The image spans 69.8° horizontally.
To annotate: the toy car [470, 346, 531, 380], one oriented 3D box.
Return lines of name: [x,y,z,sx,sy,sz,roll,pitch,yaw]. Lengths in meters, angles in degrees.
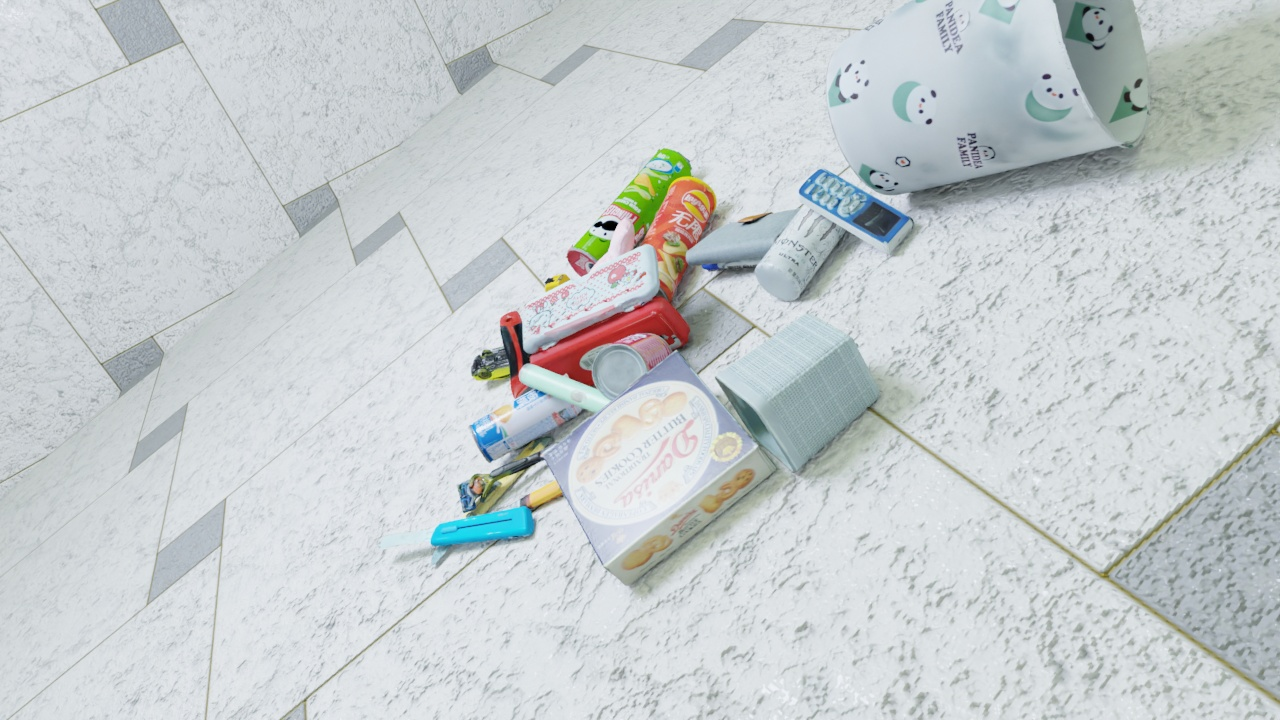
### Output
toy car: [-0.188,0.003,1.292,0.105,0.032,0.048,-16,40,14]

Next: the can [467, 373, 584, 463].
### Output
can: [-0.136,0.069,1.105,0.134,0.053,0.053,-29,30,-3]

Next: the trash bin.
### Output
trash bin: [0.347,-0.292,0.941,0.253,0.229,0.228,-11,39,47]

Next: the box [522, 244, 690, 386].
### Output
box: [-0.046,-0.048,1.123,0.202,0.110,0.099,-23,41,25]

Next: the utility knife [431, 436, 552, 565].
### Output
utility knife: [-0.177,0.163,1.083,0.201,0.021,0.031,-52,32,-13]

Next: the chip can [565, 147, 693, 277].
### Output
chip can: [-0.013,-0.217,1.364,0.072,0.072,0.235,7,52,51]

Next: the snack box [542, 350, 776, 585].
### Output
snack box: [0.012,0.099,0.902,0.178,0.046,0.182,-38,39,0]

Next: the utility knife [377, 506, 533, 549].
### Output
utility knife: [-0.217,0.198,1.051,0.235,0.018,0.034,-14,54,29]

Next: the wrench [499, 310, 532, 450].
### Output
wrench: [-0.165,0.017,1.227,0.056,0.016,0.273,-21,41,6]

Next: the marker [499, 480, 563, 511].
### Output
marker: [-0.134,0.165,1.031,0.124,0.015,0.018,-29,37,21]

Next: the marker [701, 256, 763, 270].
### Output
marker: [0.131,-0.122,1.131,0.146,0.017,0.016,4,50,49]

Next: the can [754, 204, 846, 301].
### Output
can: [0.191,-0.137,1.045,0.058,0.058,0.146,8,54,52]

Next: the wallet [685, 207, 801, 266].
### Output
wallet: [0.133,-0.156,1.135,0.130,0.037,0.106,-5,28,40]

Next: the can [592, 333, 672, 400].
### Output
can: [-0.006,0.006,1.023,0.067,0.066,0.093,-23,1,24]

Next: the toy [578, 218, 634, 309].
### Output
toy: [-0.044,-0.112,1.220,0.121,0.054,0.159,-95,29,-77]

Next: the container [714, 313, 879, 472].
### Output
container: [0.147,0.025,0.846,0.111,0.090,0.090,-38,30,-5]

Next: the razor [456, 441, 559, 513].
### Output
razor: [-0.150,0.129,1.070,0.143,0.022,0.042,-26,48,3]

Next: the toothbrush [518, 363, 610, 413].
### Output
toothbrush: [-0.050,0.046,1.033,0.225,0.027,0.026,19,103,34]

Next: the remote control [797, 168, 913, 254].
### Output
remote control: [0.234,-0.165,1.009,0.125,0.024,0.049,36,69,23]

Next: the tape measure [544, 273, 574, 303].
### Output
tape measure: [-0.108,-0.099,1.317,0.057,0.060,0.028,-5,45,52]

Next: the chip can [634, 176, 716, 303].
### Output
chip can: [0.038,-0.154,1.220,0.073,0.073,0.216,-12,39,38]
